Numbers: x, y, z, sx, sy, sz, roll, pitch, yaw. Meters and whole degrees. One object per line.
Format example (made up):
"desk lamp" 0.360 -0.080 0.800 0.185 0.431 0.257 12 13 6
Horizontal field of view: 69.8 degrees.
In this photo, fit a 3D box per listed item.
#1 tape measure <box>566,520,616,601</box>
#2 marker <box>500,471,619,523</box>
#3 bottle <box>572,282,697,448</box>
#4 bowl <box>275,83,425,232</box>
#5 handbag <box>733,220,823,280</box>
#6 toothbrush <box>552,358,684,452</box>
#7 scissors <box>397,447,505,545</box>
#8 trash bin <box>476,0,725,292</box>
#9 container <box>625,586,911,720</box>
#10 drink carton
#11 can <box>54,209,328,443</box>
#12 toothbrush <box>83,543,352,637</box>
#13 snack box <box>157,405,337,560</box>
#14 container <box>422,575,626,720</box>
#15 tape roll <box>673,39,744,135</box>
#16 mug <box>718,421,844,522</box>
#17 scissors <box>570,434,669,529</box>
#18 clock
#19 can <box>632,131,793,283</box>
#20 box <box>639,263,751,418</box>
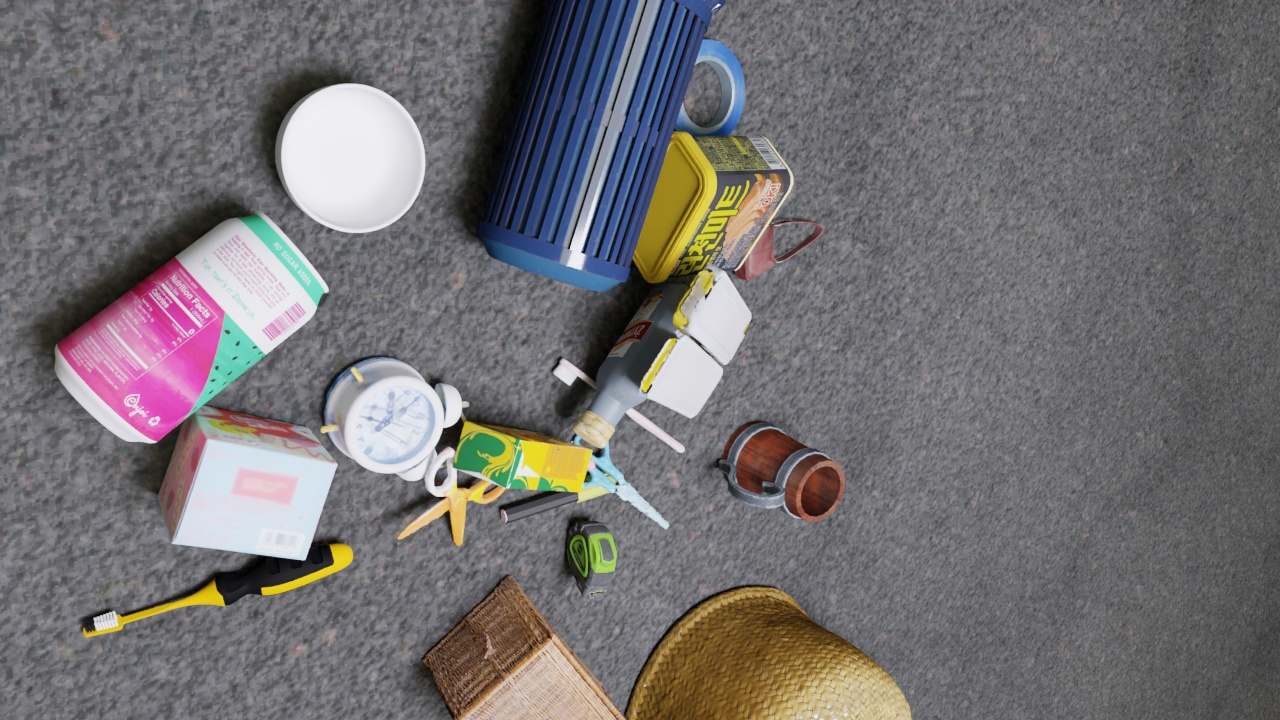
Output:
"tape measure" -0.044 0.186 0.883 0.035 0.065 0.059 1 127 -31
"marker" -0.074 0.129 0.874 0.123 0.017 0.021 -14 111 -29
"bottle" -0.005 0.005 0.838 0.046 0.072 0.161 38 74 -17
"bowl" -0.216 -0.150 0.677 0.104 0.054 0.105 -10 111 -29
"handbag" 0.144 -0.123 0.941 0.119 0.029 0.055 -22 117 -33
"toothbrush" -0.017 0.049 0.891 0.181 0.016 0.018 37 89 -35
"scissors" -0.159 0.118 0.797 0.125 0.011 0.129 -34 142 -34
"trash bin" -0.038 -0.188 0.733 0.139 0.139 0.249 14 98 -35
"container" 0.150 0.427 1.005 0.306 0.197 0.307 -11 109 -33
"drink carton" -0.098 0.085 0.794 0.122 0.058 0.041 20 86 -61
"can" -0.306 -0.024 0.633 0.165 0.088 0.088 -43 123 -16
"toothbrush" -0.325 0.180 0.720 0.196 0.031 0.031 -14 136 -25
"snack box" -0.289 0.087 0.674 0.093 0.095 0.079 18 93 -35
"container" -0.099 0.318 0.857 0.112 0.114 0.198 -38 120 -13
"tape roll" 0.056 -0.246 0.849 0.091 0.016 0.093 -42 123 -16
"mug" 0.135 0.120 0.952 0.117 0.111 0.081 -9 108 -31
"scissors" -0.021 0.121 0.889 0.137 0.015 0.056 43 64 -19
"clock" -0.196 0.051 0.753 0.125 0.052 0.089 27 89 -39
"can" 0.059 -0.136 0.819 0.100 0.072 0.131 -9 147 -33
"box" 0.055 -0.010 0.845 0.127 0.023 0.209 -63 164 -2
